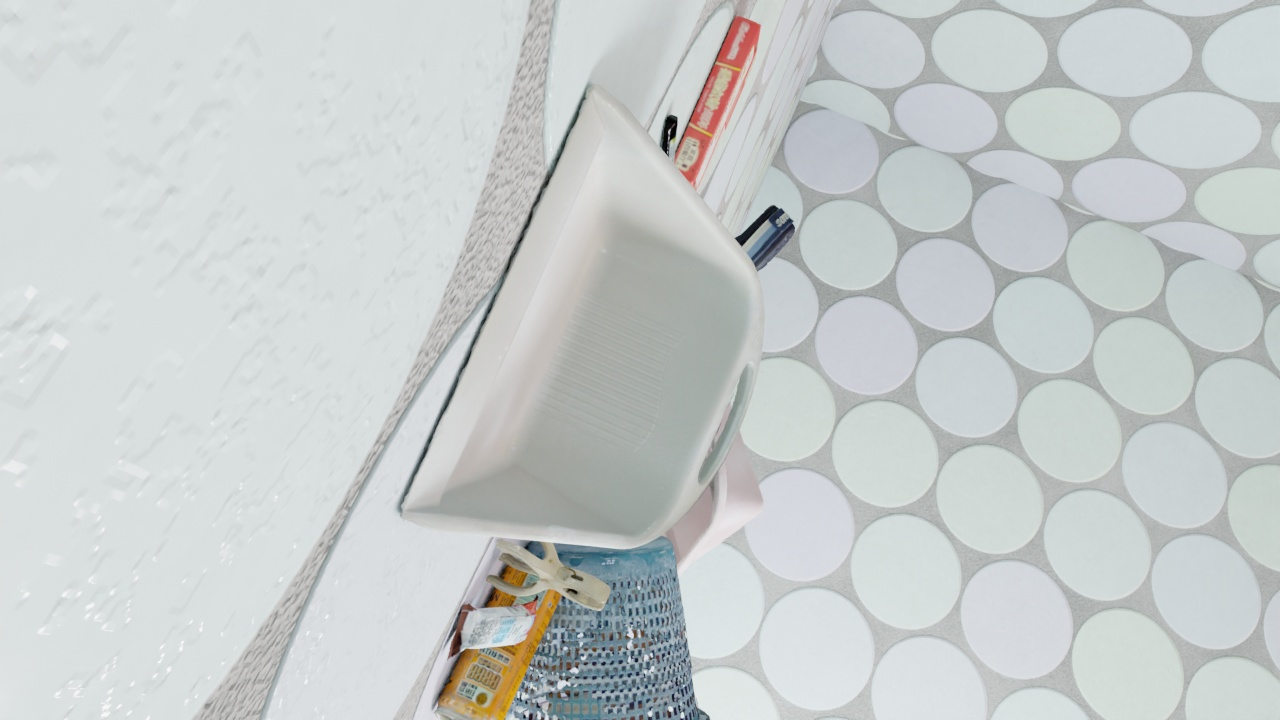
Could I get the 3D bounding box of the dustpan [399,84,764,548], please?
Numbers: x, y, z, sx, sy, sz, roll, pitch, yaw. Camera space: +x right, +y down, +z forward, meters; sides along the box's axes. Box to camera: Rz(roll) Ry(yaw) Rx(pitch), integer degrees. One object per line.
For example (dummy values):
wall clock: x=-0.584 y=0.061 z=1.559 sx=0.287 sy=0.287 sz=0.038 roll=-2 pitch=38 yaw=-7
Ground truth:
dustpan: x=0.003 y=0.009 z=0.533 sx=0.258 sy=0.142 sz=0.222 roll=75 pitch=38 yaw=-85

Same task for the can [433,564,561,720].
can: x=-0.122 y=0.251 z=0.805 sx=0.058 sy=0.058 sz=0.145 roll=106 pitch=9 yaw=-59

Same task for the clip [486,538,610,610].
clip: x=-0.082 y=0.176 z=0.749 sx=0.096 sy=0.101 sz=0.034 roll=-37 pitch=-164 yaw=35

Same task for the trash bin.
trash bin: x=-0.040 y=0.276 z=0.927 sx=0.226 sy=0.226 sz=0.195 roll=44 pitch=45 yaw=-85

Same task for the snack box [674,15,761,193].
snack box: x=0.066 y=-0.221 z=0.820 sx=0.075 sy=0.025 sz=0.153 roll=35 pitch=78 yaw=-84

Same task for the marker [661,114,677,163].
marker: x=0.019 y=-0.149 z=0.719 sx=0.124 sy=0.015 sz=0.018 roll=96 pitch=17 yaw=-65

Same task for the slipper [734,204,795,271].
slipper: x=0.072 y=-0.098 z=1.077 sx=0.254 sy=0.095 sz=0.104 roll=-43 pitch=176 yaw=38

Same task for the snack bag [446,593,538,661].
snack bag: x=-0.117 y=0.213 z=0.736 sx=0.104 sy=0.026 sz=0.048 roll=14 pitch=97 yaw=-57

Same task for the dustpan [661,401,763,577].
dustpan: x=0.038 y=0.140 z=1.172 sx=0.138 sy=0.222 sz=0.274 roll=10 pitch=142 yaw=-44

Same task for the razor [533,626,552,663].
razor: x=-0.127 y=0.302 z=1.058 sx=0.067 sy=0.062 sz=0.168 roll=-30 pitch=154 yaw=-21
